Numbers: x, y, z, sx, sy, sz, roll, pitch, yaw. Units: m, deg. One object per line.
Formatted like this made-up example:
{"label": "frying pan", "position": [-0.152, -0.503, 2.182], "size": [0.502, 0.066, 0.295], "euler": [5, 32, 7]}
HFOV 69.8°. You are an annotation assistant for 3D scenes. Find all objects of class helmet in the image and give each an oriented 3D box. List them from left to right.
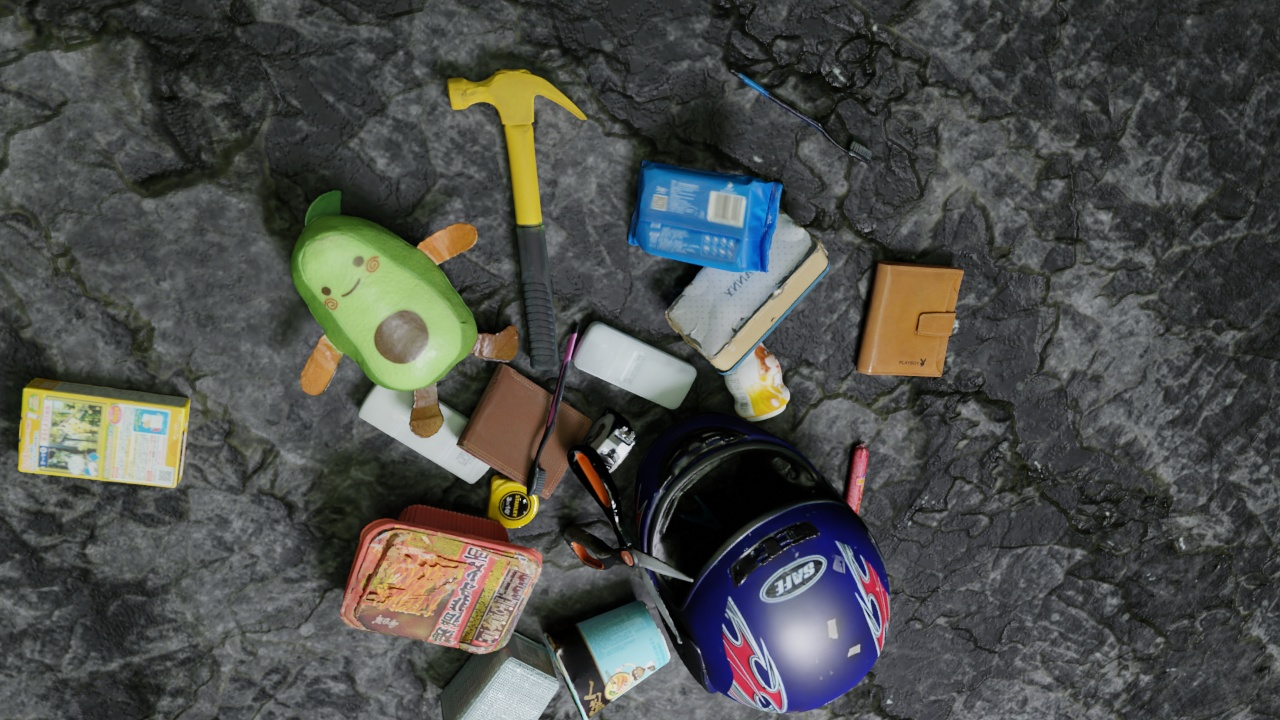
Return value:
{"label": "helmet", "position": [0.135, 0.226, 0.974], "size": [0.247, 0.240, 0.316], "euler": [-31, 118, -10]}

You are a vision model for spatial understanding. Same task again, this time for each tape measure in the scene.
{"label": "tape measure", "position": [-0.141, 0.154, 1.008], "size": [0.057, 0.029, 0.060], "euler": [6, 106, -15]}
{"label": "tape measure", "position": [-0.037, 0.090, 0.992], "size": [0.033, 0.065, 0.066], "euler": [37, 94, -17]}

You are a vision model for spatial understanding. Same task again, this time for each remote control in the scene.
{"label": "remote control", "position": [-0.219, 0.070, 0.964], "size": [0.150, 0.021, 0.058], "euler": [36, 91, -22]}
{"label": "remote control", "position": [-0.006, 0.006, 0.997], "size": [0.136, 0.020, 0.056], "euler": [24, 102, -20]}

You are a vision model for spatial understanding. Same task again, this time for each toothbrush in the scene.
{"label": "toothbrush", "position": [-0.089, 0.052, 0.966], "size": [0.017, 0.014, 0.189], "euler": [20, 82, -38]}
{"label": "toothbrush", "position": [0.170, -0.256, 0.957], "size": [0.189, 0.014, 0.016], "euler": [27, 99, -20]}

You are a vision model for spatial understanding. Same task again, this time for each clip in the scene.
{"label": "clip", "position": [0.075, 0.183, 1.080], "size": [0.054, 0.013, 0.034], "euler": [33, 98, -23]}

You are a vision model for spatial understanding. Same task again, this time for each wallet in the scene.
{"label": "wallet", "position": [-0.123, 0.076, 0.974], "size": [0.124, 0.032, 0.101], "euler": [35, 76, -23]}
{"label": "wallet", "position": [0.309, -0.046, 1.053], "size": [0.107, 0.031, 0.132], "euler": [3, 109, -13]}

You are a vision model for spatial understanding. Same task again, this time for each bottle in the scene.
{"label": "bottle", "position": [0.121, 0.010, 1.008], "size": [0.063, 0.063, 0.108], "euler": [-22, 98, -6]}

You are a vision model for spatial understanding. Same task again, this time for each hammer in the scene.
{"label": "hammer", "position": [-0.110, -0.135, 0.917], "size": [0.128, 0.033, 0.301], "euler": [-8, 110, -10]}

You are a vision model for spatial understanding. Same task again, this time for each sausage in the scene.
{"label": "sausage", "position": [0.259, 0.171, 1.119], "size": [0.020, 0.020, 0.156], "euler": [2, 108, -15]}

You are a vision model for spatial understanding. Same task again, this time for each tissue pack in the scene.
{"label": "tissue pack", "position": [0.063, -0.145, 0.921], "size": [0.157, 0.052, 0.095], "euler": [15, 108, 24]}

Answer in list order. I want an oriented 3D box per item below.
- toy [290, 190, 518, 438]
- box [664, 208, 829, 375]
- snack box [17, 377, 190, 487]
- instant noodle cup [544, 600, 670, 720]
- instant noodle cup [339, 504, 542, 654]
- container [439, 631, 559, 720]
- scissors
{"label": "toy", "position": [-0.237, -0.045, 0.886], "size": [0.227, 0.090, 0.247], "euler": [-45, 116, -4]}
{"label": "box", "position": [0.107, -0.069, 0.957], "size": [0.184, 0.090, 0.061], "euler": [-46, 152, 7]}
{"label": "snack box", "position": [-0.516, 0.071, 0.886], "size": [0.140, 0.033, 0.087], "euler": [8, 106, -18]}
{"label": "instant noodle cup", "position": [-0.035, 0.338, 1.060], "size": [0.120, 0.111, 0.111], "euler": [-24, 112, -13]}
{"label": "instant noodle cup", "position": [-0.212, 0.226, 0.973], "size": [0.188, 0.079, 0.165], "euler": [16, 121, -18]}
{"label": "container", "position": [-0.158, 0.377, 1.048], "size": [0.090, 0.090, 0.111], "euler": [35, 95, -22]}
{"label": "scissors", "position": [-0.025, 0.192, 0.959], "size": [0.021, 0.221, 0.234], "euler": [-25, 90, -31]}
